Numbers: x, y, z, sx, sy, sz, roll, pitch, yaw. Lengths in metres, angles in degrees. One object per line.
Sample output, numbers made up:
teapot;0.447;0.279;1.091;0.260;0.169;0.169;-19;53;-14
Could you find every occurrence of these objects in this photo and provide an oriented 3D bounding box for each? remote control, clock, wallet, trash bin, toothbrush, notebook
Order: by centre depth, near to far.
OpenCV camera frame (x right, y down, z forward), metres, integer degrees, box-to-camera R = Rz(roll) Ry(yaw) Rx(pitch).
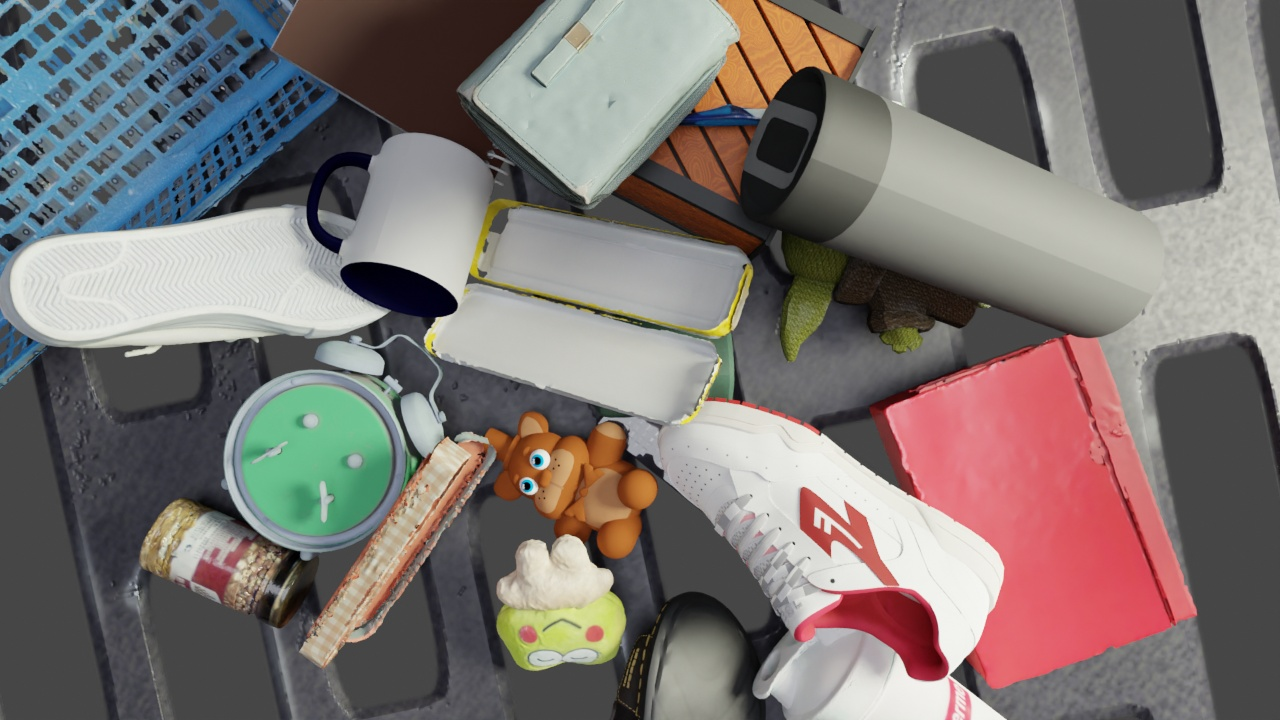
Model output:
wallet;-0.023;-0.155;0.489;0.100;0.054;0.131;39;88;9
toothbrush;0.054;-0.141;0.516;0.189;0.016;0.017;-1;81;1
trash bin;0.030;-0.168;0.594;0.172;0.139;0.139;27;91;0
notebook;-0.115;-0.249;0.613;0.171;0.022;0.209;29;89;-29
clock;-0.204;0.052;0.635;0.122;0.075;0.161;42;91;0
remote control;0.030;0.077;0.662;0.136;0.015;0.032;38;91;2

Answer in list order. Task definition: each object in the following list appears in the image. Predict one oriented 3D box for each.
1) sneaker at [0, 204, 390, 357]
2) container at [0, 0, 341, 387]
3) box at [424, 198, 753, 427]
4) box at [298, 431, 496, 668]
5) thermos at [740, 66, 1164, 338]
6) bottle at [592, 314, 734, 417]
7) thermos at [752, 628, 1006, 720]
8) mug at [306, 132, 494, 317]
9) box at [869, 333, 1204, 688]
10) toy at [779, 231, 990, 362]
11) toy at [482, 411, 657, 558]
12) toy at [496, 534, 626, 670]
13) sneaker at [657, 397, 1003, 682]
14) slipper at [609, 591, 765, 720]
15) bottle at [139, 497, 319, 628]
sneaker;-0.279;-0.052;0.600;0.241;0.091;0.089;-10;95;-42
container;-0.408;-0.170;0.589;0.362;0.089;0.257;-39;118;1
box;-0.038;-0.036;0.607;0.210;0.036;0.129;15;73;25
box;-0.166;0.128;0.624;0.042;0.082;0.187;36;104;1
thermos;0.175;-0.082;0.514;0.240;0.082;0.082;15;91;-23
bottle;-0.004;0.004;0.632;0.131;0.061;0.061;-2;57;1
thermos;0.192;0.249;0.630;0.220;0.099;0.099;35;91;-5
mug;-0.163;-0.094;0.609;0.112;0.079;0.096;19;68;-18
box;0.265;0.102;0.641;0.152;0.165;0.214;-22;93;-43
toy;0.172;-0.078;0.625;0.153;0.078;0.179;12;90;6
toy;-0.053;0.082;0.641;0.128;0.065;0.095;23;100;6
toy;-0.057;0.170;0.638;0.092;0.046;0.115;-4;120;2
sneaker;0.102;0.118;0.579;0.236;0.091;0.104;32;52;8
slipper;0.012;0.295;0.640;0.113;0.076;0.267;18;81;-24
bottle;-0.289;0.142;0.648;0.105;0.056;0.056;24;91;0
